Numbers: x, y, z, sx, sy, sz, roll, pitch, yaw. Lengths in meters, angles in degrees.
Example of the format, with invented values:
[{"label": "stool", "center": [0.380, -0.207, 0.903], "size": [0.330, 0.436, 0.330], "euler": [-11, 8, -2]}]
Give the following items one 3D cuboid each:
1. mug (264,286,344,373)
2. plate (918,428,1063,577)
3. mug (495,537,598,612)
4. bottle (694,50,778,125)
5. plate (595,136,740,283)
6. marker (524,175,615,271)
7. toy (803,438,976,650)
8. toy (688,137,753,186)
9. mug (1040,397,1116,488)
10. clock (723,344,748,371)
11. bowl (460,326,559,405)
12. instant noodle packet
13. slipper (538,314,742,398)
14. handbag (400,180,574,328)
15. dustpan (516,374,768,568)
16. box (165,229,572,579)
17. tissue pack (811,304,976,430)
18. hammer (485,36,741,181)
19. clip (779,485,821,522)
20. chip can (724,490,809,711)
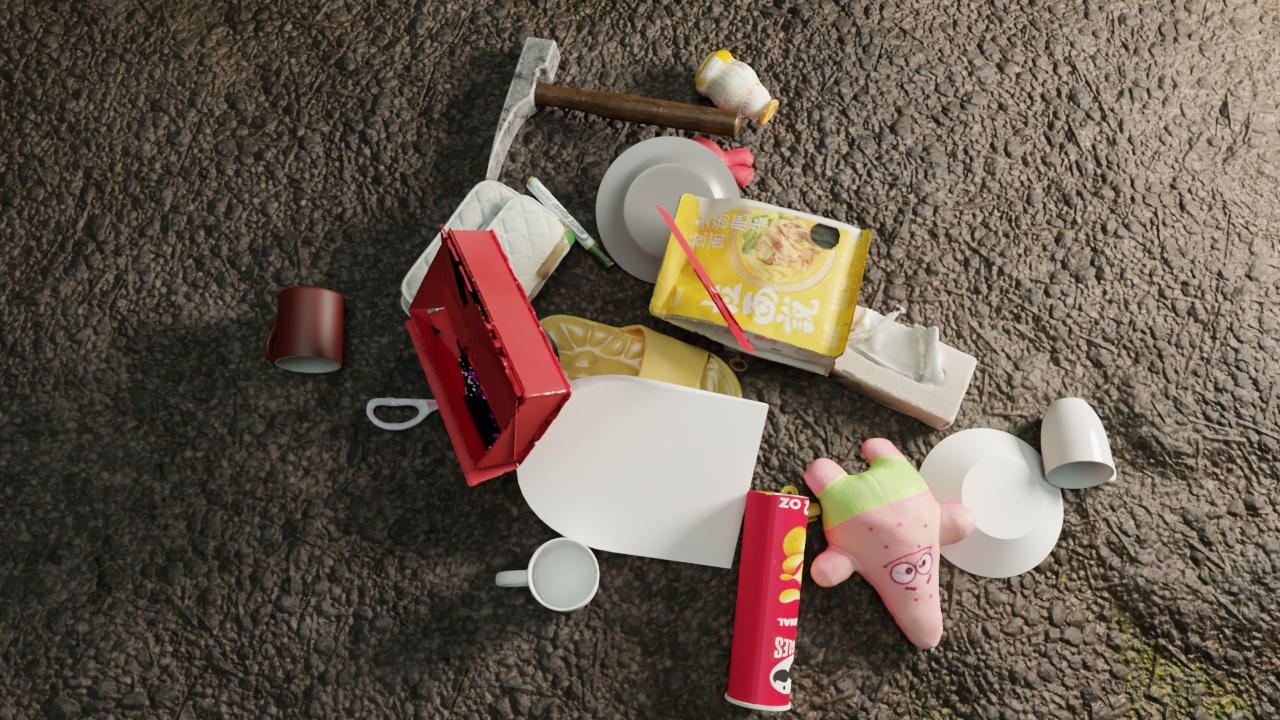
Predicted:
[{"label": "mug", "center": [-0.395, -0.032, 1.065], "size": [0.106, 0.073, 0.082], "euler": [-10, 72, 25]}, {"label": "plate", "center": [0.408, 0.159, 1.055], "size": [0.174, 0.036, 0.173], "euler": [1, 74, -2]}, {"label": "mug", "center": [-0.100, 0.233, 0.985], "size": [0.110, 0.090, 0.073], "euler": [-2, 74, -3]}, {"label": "bottle", "center": [0.124, -0.346, 1.172], "size": [0.108, 0.063, 0.063], "euler": [39, 76, 8]}, {"label": "plate", "center": [0.035, -0.181, 1.112], "size": [0.178, 0.012, 0.178], "euler": [-1, 98, -6]}, {"label": "marker", "center": [-0.086, -0.167, 1.119], "size": [0.146, 0.017, 0.017], "euler": [46, 77, -6]}, {"label": "toy", "center": [0.276, 0.206, 1.010], "size": [0.192, 0.097, 0.236], "euler": [-21, 86, -5]}, {"label": "toy", "center": [0.076, -0.238, 1.149], "size": [0.135, 0.045, 0.091], "euler": [-8, 68, 0]}, {"label": "mug", "center": [0.515, 0.099, 1.067], "size": [0.107, 0.071, 0.089], "euler": [24, 53, -25]}, {"label": "clock", "center": [0.122, -0.058, 1.092], "size": [0.104, 0.056, 0.147], "euler": [9, 76, -8]}, {"label": "bowl", "center": [-0.153, 0.013, 1.019], "size": [0.124, 0.124, 0.052], "euler": [1, 31, -2]}, {"label": "instant noodle packet", "center": [0.133, -0.094, 1.040], "size": [0.221, 0.084, 0.162], "euler": [16, 72, -1]}, {"label": "slipper", "center": [-0.006, 0.006, 1.061], "size": [0.263, 0.078, 0.099], "euler": [16, 74, 5]}, {"label": "handbag", "center": [-0.183, -0.110, 1.081], "size": [0.139, 0.073, 0.194], "euler": [32, 72, -1]}, {"label": "dustpan", "center": [-0.008, 0.114, 1.020], "size": [0.257, 0.053, 0.191], "euler": [10, 100, -9]}, {"label": "box", "center": [-0.263, 0.035, 0.894], "size": [0.374, 0.148, 0.212], "euler": [-23, 65, -8]}, {"label": "tissue pack", "center": [0.299, -0.003, 1.084], "size": [0.181, 0.071, 0.103], "euler": [25, 75, 9]}, {"label": "hammer", "center": [-0.032, -0.282, 1.138], "size": [0.301, 0.037, 0.217], "euler": [12, 74, 11]}, {"label": "clip", "center": [0.176, 0.169, 1.051], "size": [0.054, 0.046, 0.048], "euler": [-14, 109, -6]}, {"label": "chip can", "center": [0.137, 0.253, 0.983], "size": [0.069, 0.069, 0.220], "euler": [7, 83, 0]}]
